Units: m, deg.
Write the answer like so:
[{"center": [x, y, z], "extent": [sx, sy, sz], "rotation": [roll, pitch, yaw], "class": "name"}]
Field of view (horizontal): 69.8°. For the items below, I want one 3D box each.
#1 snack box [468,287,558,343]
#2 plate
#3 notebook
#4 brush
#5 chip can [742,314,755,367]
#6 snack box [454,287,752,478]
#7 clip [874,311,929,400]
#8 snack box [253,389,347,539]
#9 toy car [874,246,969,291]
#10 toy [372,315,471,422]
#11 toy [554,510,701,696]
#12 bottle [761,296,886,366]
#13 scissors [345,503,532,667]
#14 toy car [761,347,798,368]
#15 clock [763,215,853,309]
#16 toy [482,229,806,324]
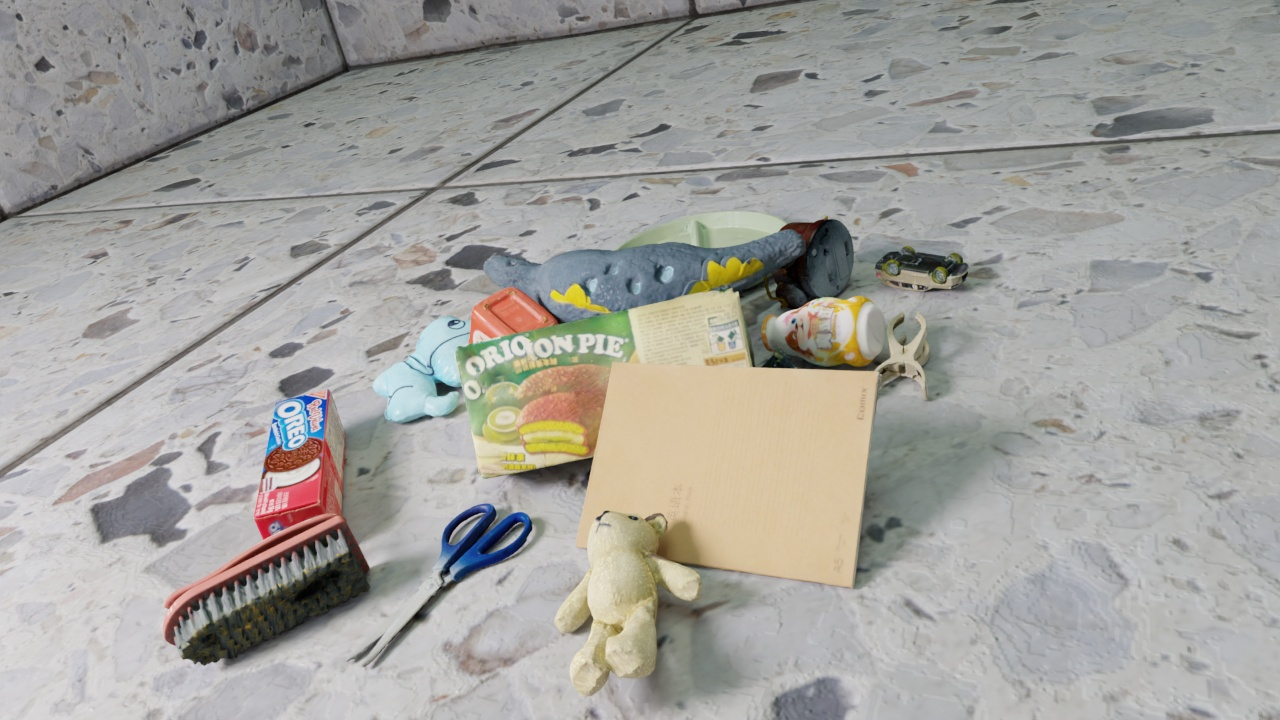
[{"center": [-0.123, -0.020, 0.912], "extent": [0.091, 0.080, 0.081], "rotation": [38, 53, 26], "class": "snack box"}, {"center": [0.069, -0.123, 1.094], "extent": [0.230, 0.027, 0.229], "rotation": [-11, 29, 6], "class": "plate"}, {"center": [0.060, 0.075, 0.665], "extent": [0.212, 0.012, 0.149], "rotation": [2, 71, 27], "class": "notebook"}, {"center": [-0.282, 0.168, 0.686], "extent": [0.145, 0.063, 0.069], "rotation": [-26, 42, -18], "class": "brush"}, {"center": [-0.005, 0.005, 0.847], "extent": [0.210, 0.071, 0.071], "rotation": [-15, 28, -2], "class": "chip can"}, {"center": [-0.025, 0.020, 0.771], "extent": [0.240, 0.114, 0.063], "rotation": [-13, -2, 3], "class": "snack box"}, {"center": [0.231, -0.003, 0.798], "extent": [0.070, 0.035, 0.099], "rotation": [2, 37, 26], "class": "clip"}, {"center": [-0.301, 0.099, 0.826], "extent": [0.057, 0.058, 0.207], "rotation": [-15, 28, -9], "class": "snack box"}, {"center": [0.286, -0.090, 0.928], "extent": [0.090, 0.035, 0.042], "rotation": [13, 39, 40], "class": "toy car"}, {"center": [-0.207, 0.002, 0.969], "extent": [0.156, 0.050, 0.161], "rotation": [-21, 39, -18], "class": "toy"}, {"center": [-0.015, 0.152, 0.591], "extent": [0.105, 0.066, 0.157], "rotation": [-26, 19, 13], "class": "toy"}, {"center": [0.165, -0.026, 0.838], "extent": [0.109, 0.063, 0.063], "rotation": [0, 30, 39], "class": "bottle"}, {"center": [-0.142, 0.165, 0.682], "extent": [0.126, 0.012, 0.173], "rotation": [-8, 30, 11], "class": "scissors"}, {"center": [0.123, 0.021, 0.794], "extent": [0.043, 0.034, 0.090], "rotation": [-52, 17, 10], "class": "toy car"}, {"center": [0.170, -0.101, 0.953], "extent": [0.121, 0.082, 0.055], "rotation": [-34, 30, -34], "class": "clock"}, {"center": [-0.019, -0.078, 0.920], "extent": [0.357, 0.091, 0.137], "rotation": [0, 39, 24], "class": "toy"}]
